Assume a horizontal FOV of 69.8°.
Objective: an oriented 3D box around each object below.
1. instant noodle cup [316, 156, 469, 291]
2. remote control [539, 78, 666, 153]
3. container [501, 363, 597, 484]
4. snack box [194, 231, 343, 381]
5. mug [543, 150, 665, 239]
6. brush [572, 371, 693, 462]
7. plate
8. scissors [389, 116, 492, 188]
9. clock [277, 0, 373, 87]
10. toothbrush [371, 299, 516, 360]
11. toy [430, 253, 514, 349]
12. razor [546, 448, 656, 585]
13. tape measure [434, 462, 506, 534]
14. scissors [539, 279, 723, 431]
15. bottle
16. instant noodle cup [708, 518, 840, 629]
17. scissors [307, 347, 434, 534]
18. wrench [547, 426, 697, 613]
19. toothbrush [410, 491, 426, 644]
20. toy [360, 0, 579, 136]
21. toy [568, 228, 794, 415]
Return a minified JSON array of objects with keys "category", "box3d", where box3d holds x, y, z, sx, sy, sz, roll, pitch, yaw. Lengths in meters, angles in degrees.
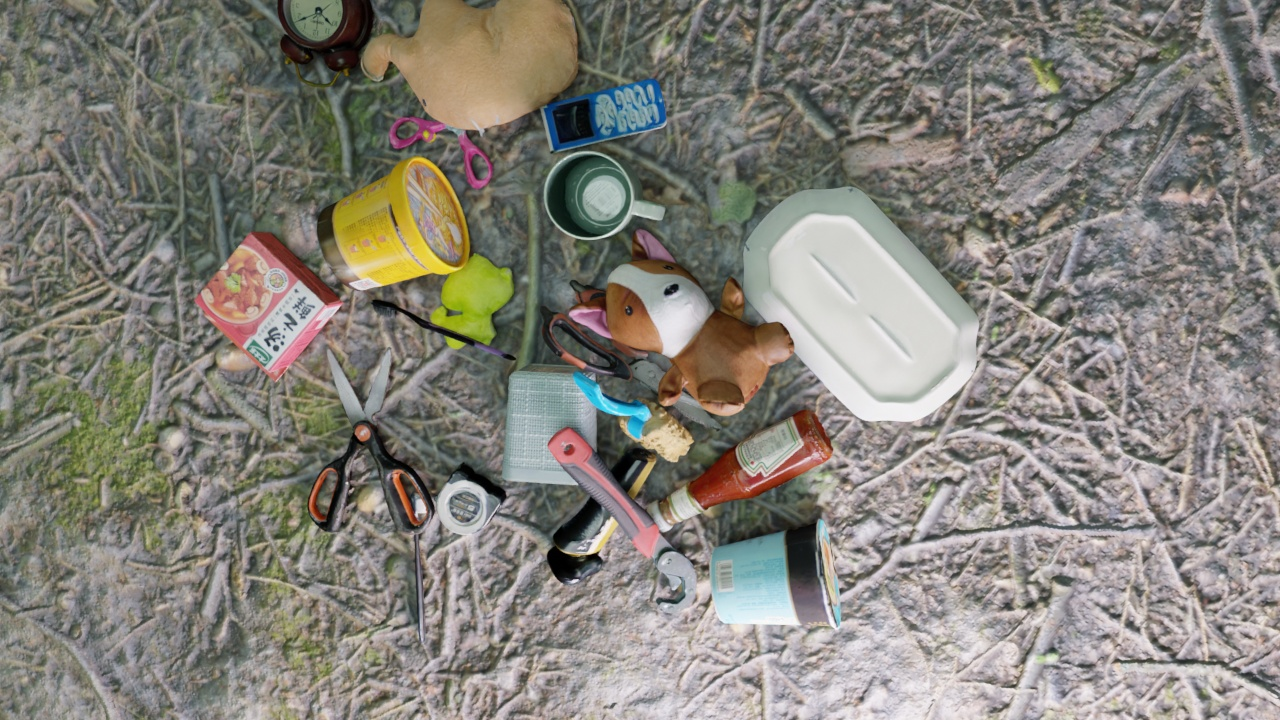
[{"category":"instant noodle cup","box3d":[-0.251,-0.130,0.928,0.115,0.118,0.118,-18,97,17]},{"category":"remote control","box3d":[-0.037,-0.245,0.924,0.125,0.024,0.049,-11,98,8]},{"category":"container","box3d":[-0.092,0.063,0.954,0.090,0.090,0.111,2,97,6]},{"category":"snack box","box3d":[-0.408,-0.055,0.992,0.113,0.044,0.127,43,102,-2]},{"category":"mug","box3d":[-0.029,-0.157,0.896,0.112,0.106,0.082,14,100,5]},{"category":"brush","box3d":[-0.011,0.051,0.871,0.083,0.254,0.046,32,87,22]},{"category":"plate","box3d":[0.222,-0.053,0.921,0.162,0.034,0.265,-42,93,12]},{"category":"scissors","box3d":[-0.194,-0.239,0.950,0.133,0.017,0.134,-20,92,6]},{"category":"clock","box3d":[-0.320,-0.338,0.926,0.082,0.055,0.122,13,103,4]},{"category":"toothbrush","box3d":[-0.209,-0.030,0.964,0.189,0.014,0.017,21,116,21]},{"category":"toy","box3d":[-0.179,-0.062,0.970,0.097,0.031,0.100,-4,100,10]},{"category":"razor","box3d":[-0.039,0.166,0.988,0.067,0.062,0.167,31,98,-30]},{"category":"tape measure","box3d":[-0.190,0.156,1.009,0.066,0.033,0.066,36,100,1]},{"category":"scissors","box3d":[0.000,-0.005,0.952,0.204,0.015,0.198,-4,71,-28]},{"category":"bottle","box3d":[0.099,0.121,0.956,0.206,0.059,0.060,-31,95,17]},{"category":"instant noodle cup","box3d":[0.138,0.227,0.952,0.121,0.111,0.111,-11,98,17]},{"category":"scissors","box3d":[-0.308,0.102,1.014,0.228,0.021,0.221,-43,86,15]},{"category":"wrench","box3d":[-0.012,0.167,0.943,0.056,0.016,0.273,-37,120,-8]},{"category":"toothbrush","box3d":[-0.248,0.237,1.040,0.018,0.015,0.181,1,99,-2]},{"category":"toy","box3d":[-0.171,-0.295,0.905,0.226,0.082,0.143,-13,89,9]},{"category":"toy","box3d":[0.041,-0.033,0.906,0.199,0.131,0.140,40,74,9]}]
